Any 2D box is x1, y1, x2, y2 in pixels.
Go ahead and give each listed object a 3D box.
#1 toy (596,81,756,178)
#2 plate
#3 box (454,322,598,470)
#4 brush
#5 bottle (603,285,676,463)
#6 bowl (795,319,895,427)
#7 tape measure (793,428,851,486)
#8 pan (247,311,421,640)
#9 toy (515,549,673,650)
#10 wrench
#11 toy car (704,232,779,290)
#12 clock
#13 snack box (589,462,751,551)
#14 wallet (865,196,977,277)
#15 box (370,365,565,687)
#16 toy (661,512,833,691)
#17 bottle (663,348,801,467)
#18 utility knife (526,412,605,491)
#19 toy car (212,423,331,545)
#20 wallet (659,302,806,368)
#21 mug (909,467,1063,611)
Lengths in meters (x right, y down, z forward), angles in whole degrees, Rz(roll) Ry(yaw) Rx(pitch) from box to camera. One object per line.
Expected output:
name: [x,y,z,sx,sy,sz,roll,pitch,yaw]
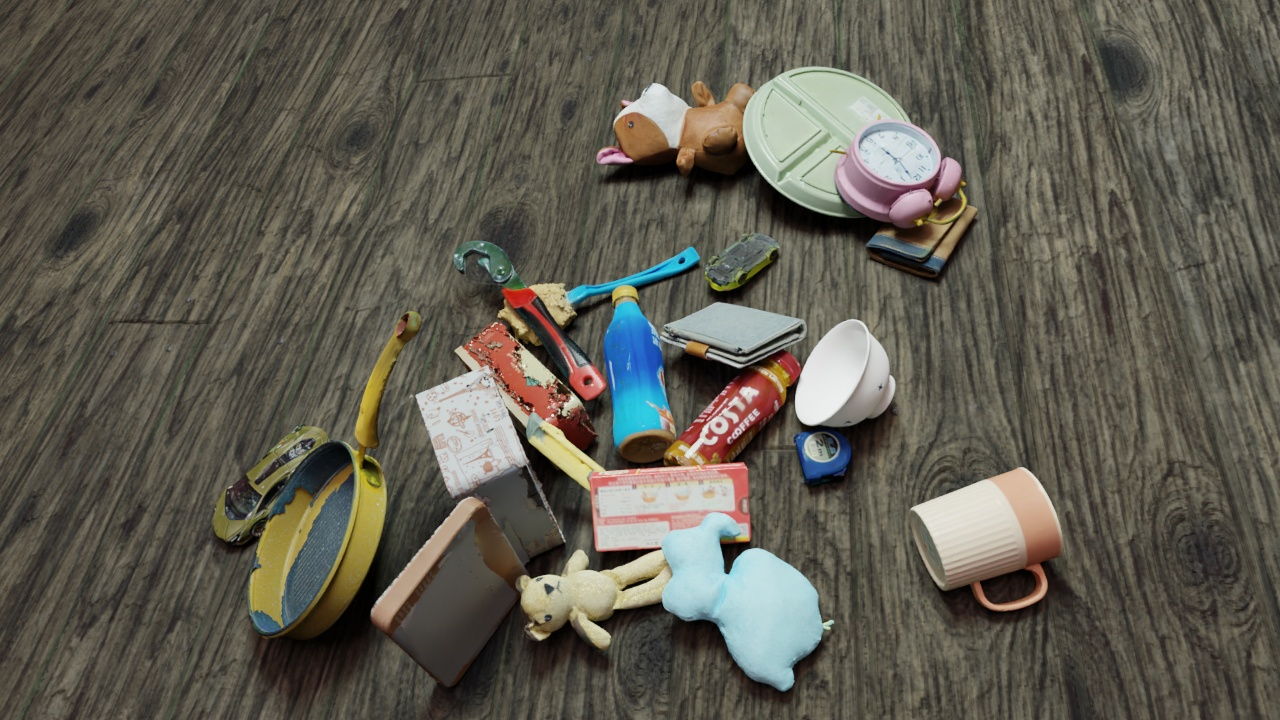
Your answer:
toy: [0.047,-0.304,1.198,0.200,0.130,0.139,7,51,29]
plate: [0.240,-0.277,1.135,0.230,0.028,0.229,5,64,-9]
box: [-0.120,0.030,1.003,0.076,0.091,0.168,-40,56,-13]
brush: [-0.049,-0.084,1.109,0.254,0.046,0.083,-20,49,-7]
bottle: [-0.006,0.006,1.011,0.065,0.065,0.218,-11,53,4]
bowl: [0.219,0.025,0.939,0.064,0.119,0.118,27,56,-16]
tape measure: [0.185,0.097,0.927,0.054,0.025,0.058,-11,57,2]
pan: [-0.287,0.109,0.886,0.358,0.078,0.197,-52,38,11]
toy: [-0.037,0.217,0.865,0.157,0.066,0.105,-11,54,-14]
wrench: [-0.127,-0.053,1.062,0.056,0.016,0.273,-40,64,-9]
toy car: [0.122,-0.116,1.094,0.048,0.032,0.105,32,55,30]
clock: [0.302,-0.211,1.056,0.117,0.060,0.158,-38,72,-24]
snack box: [0.029,0.142,0.891,0.153,0.025,0.075,-4,97,1]
wallet: [0.330,-0.152,1.074,0.090,0.033,0.115,25,60,28]
box: [-0.152,0.156,0.865,0.134,0.180,0.270,0,54,10]
toy: [0.097,0.217,0.837,0.156,0.050,0.161,-1,64,4]
bottle: [0.099,0.058,0.954,0.057,0.057,0.174,33,67,30]
utility knife: [-0.034,0.124,0.915,0.205,0.021,0.031,38,92,-3]
toy car: [-0.410,0.138,1.023,0.070,0.042,0.158,32,69,31]
wallet: [0.097,-0.026,0.994,0.106,0.037,0.130,-25,27,-32]
mug: [0.312,0.167,0.821,0.106,0.081,0.114,-19,82,1]
